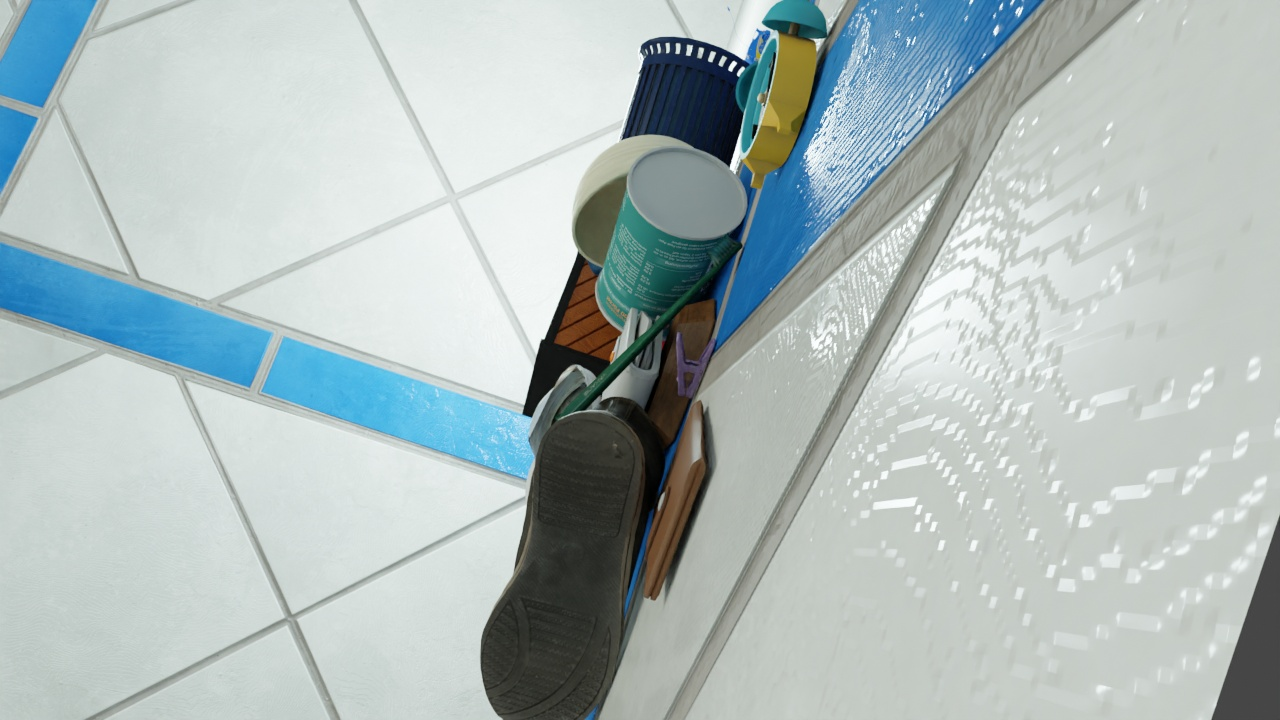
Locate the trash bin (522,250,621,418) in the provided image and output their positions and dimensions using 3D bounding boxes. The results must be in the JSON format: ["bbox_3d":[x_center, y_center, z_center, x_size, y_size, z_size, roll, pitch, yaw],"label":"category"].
[{"bbox_3d":[-0.039,-0.019,1.085,0.140,0.139,0.171,111,176,-50],"label":"trash bin"}]

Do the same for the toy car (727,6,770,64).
[{"bbox_3d":[0.119,-0.368,1.080,0.033,0.062,0.092,117,172,-74],"label":"toy car"}]

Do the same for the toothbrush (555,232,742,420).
[{"bbox_3d":[0.005,-0.022,0.679,0.190,0.017,0.016,-46,-3,1],"label":"toothbrush"}]

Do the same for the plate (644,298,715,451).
[{"bbox_3d":[0.028,0.009,0.743,0.131,0.025,0.131,-166,95,-87],"label":"plate"}]

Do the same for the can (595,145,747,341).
[{"bbox_3d":[0.023,-0.098,0.794,0.144,0.099,0.099,112,176,-55],"label":"can"}]

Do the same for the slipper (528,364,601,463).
[{"bbox_3d":[-0.042,0.104,0.799,0.111,0.063,0.263,-51,32,19],"label":"slipper"}]

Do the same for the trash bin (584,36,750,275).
[{"bbox_3d":[0.030,-0.201,0.996,0.139,0.139,0.249,144,143,-86],"label":"trash bin"}]

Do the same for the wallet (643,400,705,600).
[{"bbox_3d":[0.021,0.077,0.542,0.120,0.013,0.087,-75,4,-77],"label":"wallet"}]

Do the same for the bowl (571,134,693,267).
[{"bbox_3d":[0.004,-0.157,0.863,0.151,0.150,0.075,112,152,-54],"label":"bowl"}]

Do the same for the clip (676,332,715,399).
[{"bbox_3d":[0.038,0.005,0.660,0.013,0.029,0.050,-72,-10,-63],"label":"clip"}]

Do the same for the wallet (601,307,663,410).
[{"bbox_3d":[-0.005,0.004,0.750,0.118,0.037,0.115,-83,12,-61],"label":"wallet"}]

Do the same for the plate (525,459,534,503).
[{"bbox_3d":[-0.069,0.117,0.897,0.174,0.036,0.173,-30,46,36],"label":"plate"}]

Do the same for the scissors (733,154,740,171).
[{"bbox_3d":[0.122,-0.264,0.832,0.201,0.015,0.206,-107,35,-82],"label":"scissors"}]

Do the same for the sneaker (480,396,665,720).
[{"bbox_3d":[-0.043,0.140,0.645,0.119,0.095,0.235,-31,-49,-78],"label":"sneaker"}]

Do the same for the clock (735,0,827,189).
[{"bbox_3d":[0.092,-0.184,0.614,0.099,0.043,0.129,113,167,-63],"label":"clock"}]

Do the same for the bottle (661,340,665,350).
[{"bbox_3d":[0.014,0.009,0.874,0.042,0.042,0.141,111,176,-48],"label":"bottle"}]
